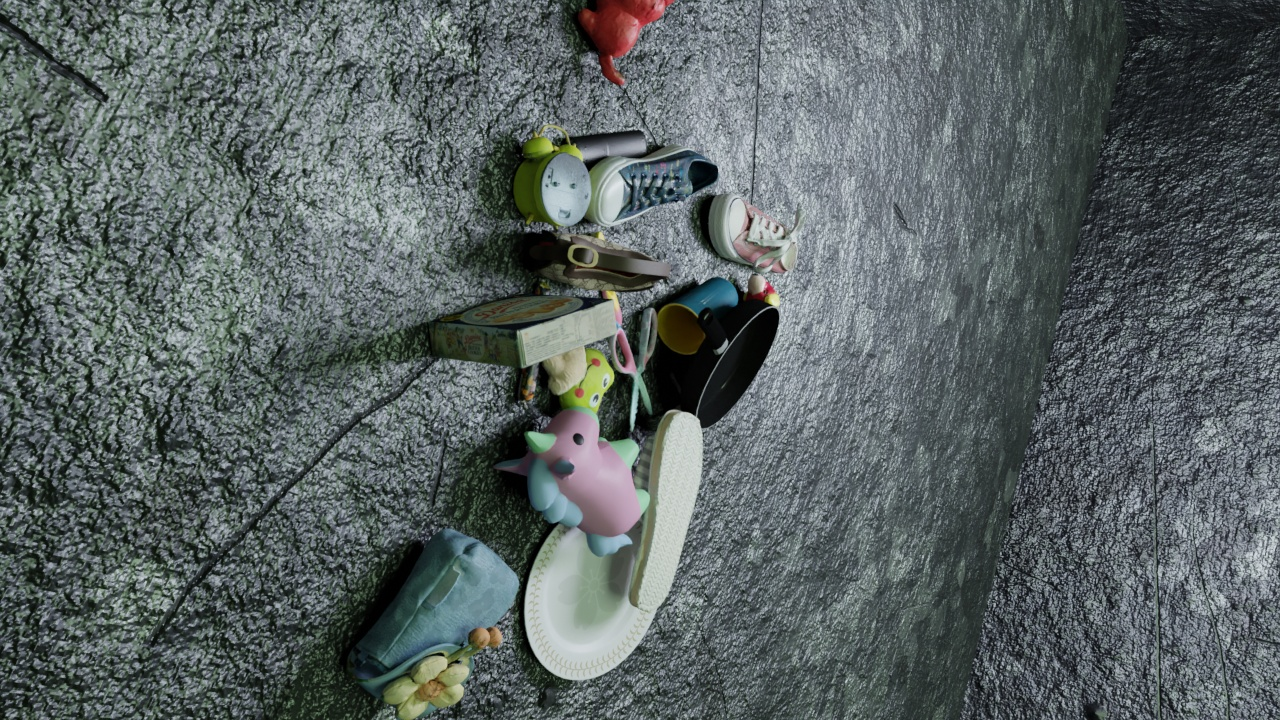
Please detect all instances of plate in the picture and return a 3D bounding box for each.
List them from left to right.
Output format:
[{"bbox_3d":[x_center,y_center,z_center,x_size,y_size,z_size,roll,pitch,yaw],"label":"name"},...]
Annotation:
[{"bbox_3d":[-0.060,0.300,1.217,0.241,0.016,0.242,-6,100,-43],"label":"plate"}]

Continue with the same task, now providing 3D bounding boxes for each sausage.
[{"bbox_3d":[-0.125,-0.020,1.084,0.020,0.020,0.155,11,89,-52],"label":"sausage"}]

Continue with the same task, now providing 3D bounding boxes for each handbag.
[{"bbox_3d":[-0.206,0.283,0.964,0.191,0.119,0.122,-53,134,-24],"label":"handbag"},{"bbox_3d":[-0.045,-0.115,1.065,0.166,0.139,0.063,10,87,-42],"label":"handbag"}]

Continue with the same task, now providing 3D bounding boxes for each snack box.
[{"bbox_3d":[-0.125,-0.035,0.978,0.144,0.145,0.043,-23,113,-47],"label":"snack box"}]

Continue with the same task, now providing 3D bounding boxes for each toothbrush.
[{"bbox_3d":[-0.043,-0.103,1.176,0.021,0.016,0.135,-41,130,-42],"label":"toothbrush"},{"bbox_3d":[-0.027,-0.029,1.206,0.135,0.022,0.017,56,45,-46],"label":"toothbrush"}]

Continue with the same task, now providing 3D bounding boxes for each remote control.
[{"bbox_3d":[-0.039,-0.262,1.143,0.151,0.020,0.041,-24,116,-50],"label":"remote control"}]

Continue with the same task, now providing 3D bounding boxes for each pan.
[{"bbox_3d":[0.107,-0.016,1.235,0.204,0.044,0.355,-55,159,-4],"label":"pan"}]

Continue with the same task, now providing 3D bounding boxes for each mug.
[{"bbox_3d":[0.086,-0.069,1.301,0.121,0.078,0.078,-40,127,-46],"label":"mug"}]

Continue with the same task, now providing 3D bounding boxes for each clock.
[{"bbox_3d":[-0.099,-0.209,1.048,0.083,0.057,0.119,2,96,-51],"label":"clock"}]

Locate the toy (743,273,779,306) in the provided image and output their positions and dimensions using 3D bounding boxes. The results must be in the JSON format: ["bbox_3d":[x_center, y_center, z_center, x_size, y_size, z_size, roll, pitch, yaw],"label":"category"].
[{"bbox_3d":[0.166,-0.060,1.415,0.137,0.067,0.105,-55,143,-18],"label":"toy"}]

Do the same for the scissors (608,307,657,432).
[{"bbox_3d":[0.000,0.001,1.224,0.171,0.014,0.168,68,35,-41],"label":"scissors"}]

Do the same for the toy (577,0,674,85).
[{"bbox_3d":[-0.017,-0.397,1.085,0.088,0.094,0.133,8,92,-52],"label":"toy"}]

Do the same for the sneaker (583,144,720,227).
[{"bbox_3d":[0.017,-0.218,1.163,0.234,0.079,0.088,-30,134,-47],"label":"sneaker"}]

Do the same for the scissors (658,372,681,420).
[{"bbox_3d":[0.078,0.060,1.363,0.174,0.014,0.142,-39,129,-42],"label":"scissors"}]

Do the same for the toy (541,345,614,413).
[{"bbox_3d":[-0.079,0.016,1.130,0.118,0.043,0.092,49,61,-42],"label":"toy"}]

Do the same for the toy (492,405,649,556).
[{"bbox_3d":[-0.068,0.157,1.110,0.170,0.120,0.222,-37,119,-49],"label":"toy"}]

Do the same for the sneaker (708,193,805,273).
[{"bbox_3d":[0.189,-0.185,1.393,0.240,0.088,0.118,19,82,-53],"label":"sneaker"}]

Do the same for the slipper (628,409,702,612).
[{"bbox_3d":[0.026,0.201,1.238,0.114,0.054,0.272,10,89,-49],"label":"slipper"}]
